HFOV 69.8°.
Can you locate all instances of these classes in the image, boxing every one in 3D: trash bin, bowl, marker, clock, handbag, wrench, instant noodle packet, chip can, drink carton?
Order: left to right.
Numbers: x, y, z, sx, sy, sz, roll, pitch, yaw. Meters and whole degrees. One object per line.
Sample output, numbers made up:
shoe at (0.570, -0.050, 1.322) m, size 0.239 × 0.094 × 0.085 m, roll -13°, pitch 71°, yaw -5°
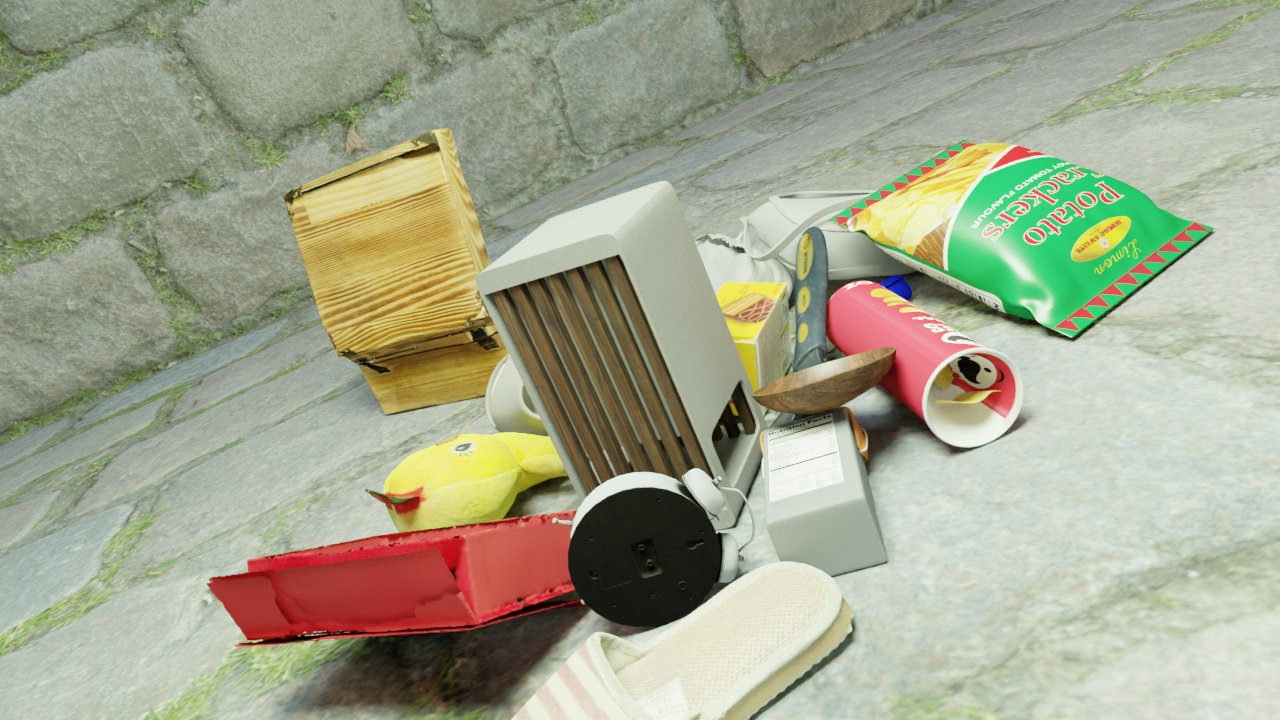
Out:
trash bin at (-0.004, 0.004, 0.683) m, size 0.115 × 0.229 × 0.114 m, roll -13°, pitch 21°, yaw 27°
clock at (0.012, 0.114, 0.582) m, size 0.122 × 0.094 × 0.035 m, roll -17°, pitch 16°, yaw 0°
wrench at (0.144, -0.026, 0.781) m, size 0.074 × 0.022 × 0.272 m, roll -39°, pitch 27°, yaw 38°
drink carton at (0.118, 0.085, 0.603) m, size 0.076 × 0.048 × 0.124 m, roll -19°, pitch 19°, yaw 14°
handbag at (0.205, -0.161, 1.007) m, size 0.215 × 0.096 × 0.222 m, roll -5°, pitch 24°, yaw -10°
bowl at (0.133, 0.019, 0.648) m, size 0.102 × 0.026 × 0.114 m, roll -18°, pitch 2°, yaw 32°
marker at (0.202, -0.039, 0.871) m, size 0.133 × 0.027 × 0.023 m, roll -31°, pitch 17°, yaw -20°
chip can at (0.208, -0.007, 0.712) m, size 0.069 × 0.069 × 0.220 m, roll -23°, pitch 18°, yaw 0°
instant noodle packet at (0.328, -0.121, 0.815) m, size 0.195 × 0.090 × 0.253 m, roll -31°, pitch 44°, yaw -22°

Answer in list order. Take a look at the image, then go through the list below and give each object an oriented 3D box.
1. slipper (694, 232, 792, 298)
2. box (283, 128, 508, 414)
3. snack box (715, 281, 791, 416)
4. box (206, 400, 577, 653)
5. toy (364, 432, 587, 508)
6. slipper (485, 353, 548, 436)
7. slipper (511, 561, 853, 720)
slipper at (0.106, -0.103, 1.088) m, size 0.112 × 0.074 × 0.247 m, roll -57°, pitch 21°, yaw -1°
box at (-0.261, -0.122, 1.183) m, size 0.280 × 0.335 × 0.285 m, roll -10°, pitch 25°, yaw 31°
snack box at (0.092, -0.011, 0.817) m, size 0.061 × 0.084 × 0.105 m, roll 4°, pitch 32°, yaw 23°
box at (-0.164, 0.110, 0.627) m, size 0.214 × 0.153 × 0.164 m, roll -14°, pitch -11°, yaw 30°
toy at (-0.138, 0.105, 0.802) m, size 0.134 × 0.092 × 0.207 m, roll -7°, pitch 14°, yaw 46°
slipper at (-0.067, 0.022, 0.880) m, size 0.266 × 0.113 × 0.080 m, roll -1°, pitch -10°, yaw 36°
slipper at (-0.002, 0.180, 0.482) m, size 0.262 × 0.052 × 0.115 m, roll -30°, pitch 19°, yaw -19°
